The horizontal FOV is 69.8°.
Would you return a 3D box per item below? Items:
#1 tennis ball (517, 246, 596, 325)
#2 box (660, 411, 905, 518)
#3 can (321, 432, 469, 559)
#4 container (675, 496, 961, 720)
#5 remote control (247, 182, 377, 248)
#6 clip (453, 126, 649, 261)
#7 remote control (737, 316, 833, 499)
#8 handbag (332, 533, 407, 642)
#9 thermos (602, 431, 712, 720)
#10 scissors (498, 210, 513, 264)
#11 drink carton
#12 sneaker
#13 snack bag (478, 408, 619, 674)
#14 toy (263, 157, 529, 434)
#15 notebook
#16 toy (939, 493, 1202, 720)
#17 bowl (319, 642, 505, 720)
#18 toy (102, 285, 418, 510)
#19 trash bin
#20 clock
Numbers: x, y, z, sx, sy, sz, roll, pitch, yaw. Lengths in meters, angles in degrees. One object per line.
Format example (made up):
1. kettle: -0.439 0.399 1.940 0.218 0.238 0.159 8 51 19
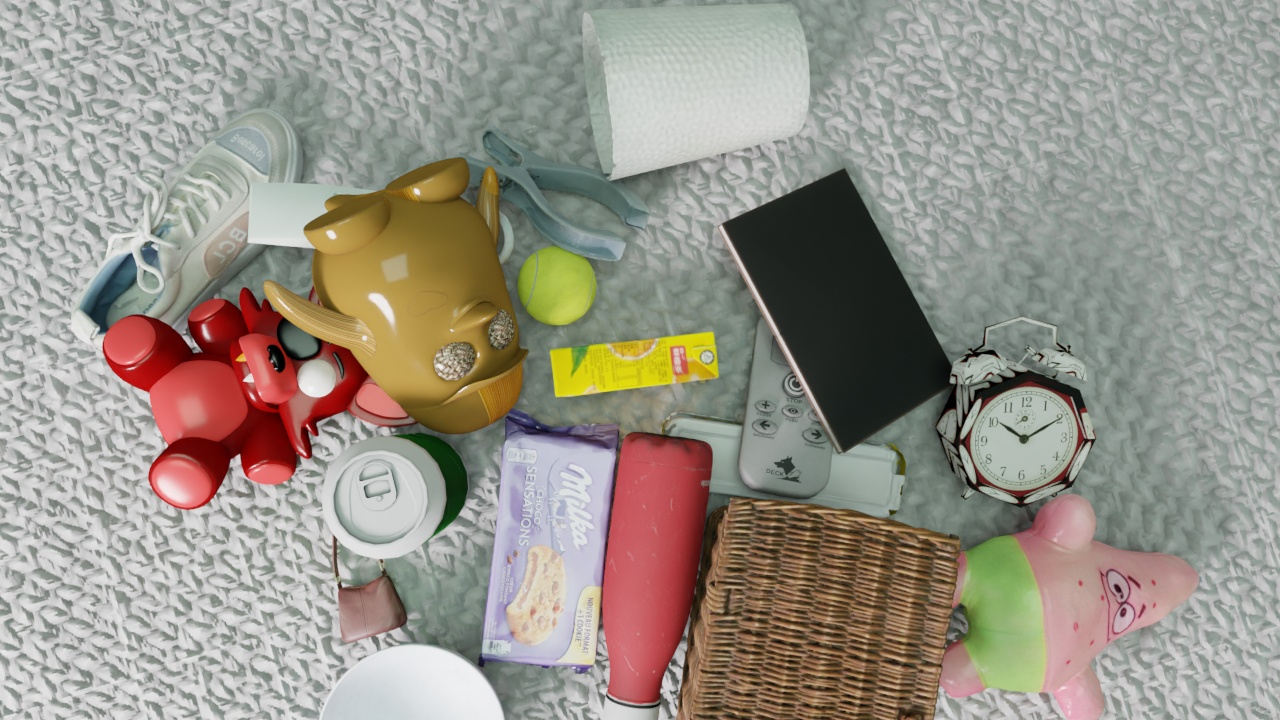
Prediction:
1. tennis ball: -0.069 -0.062 0.759 0.065 0.065 0.065 0 87 -2
2. box: 0.118 0.088 0.774 0.209 0.033 0.064 8 89 0
3. can: -0.185 0.101 0.710 0.088 0.140 0.087 0 87 -2
4. container: 0.112 0.226 0.690 0.162 0.183 0.250 10 88 -2
5. remote control: -0.242 -0.117 0.750 0.143 0.024 0.049 3 71 -23
6. clip: -0.084 -0.126 0.747 0.167 0.028 0.127 26 45 4
7. remote control: 0.125 0.038 0.759 0.074 0.019 0.150 11 68 0
8. handbag: -0.235 0.170 0.766 0.055 0.029 0.119 -17 83 -1
9. thermos: 0.007 0.178 0.718 0.073 0.073 0.240 8 87 -1
10. scissors: -0.125 -0.067 0.766 0.097 0.012 0.133 -25 87 32
11. drink carton: -0.005 0.004 0.761 0.134 0.058 0.043 -7 89 -2
12. sneaker: -0.365 -0.105 0.742 0.089 0.091 0.242 36 86 1
13. snack bag: -0.075 0.148 0.754 0.096 0.058 0.205 7 84 -4
14. toy: -0.157 -0.034 0.700 0.198 0.163 0.203 -35 117 -29
15. notebook: 0.169 -0.046 0.768 0.141 0.008 0.209 -27 88 -25
16. toy: 0.350 0.199 0.746 0.236 0.097 0.192 -9 95 -10
17. bowl: -0.175 0.291 0.734 0.144 0.074 0.144 0 87 -2
18. toy: -0.297 0.015 0.730 0.197 0.121 0.158 -22 84 -11
19. trash bin: 0.043 -0.224 0.743 0.161 0.133 0.133 -10 87 -7
20. clock: 0.308 0.038 0.762 0.114 0.065 0.155 -1 102 -1
